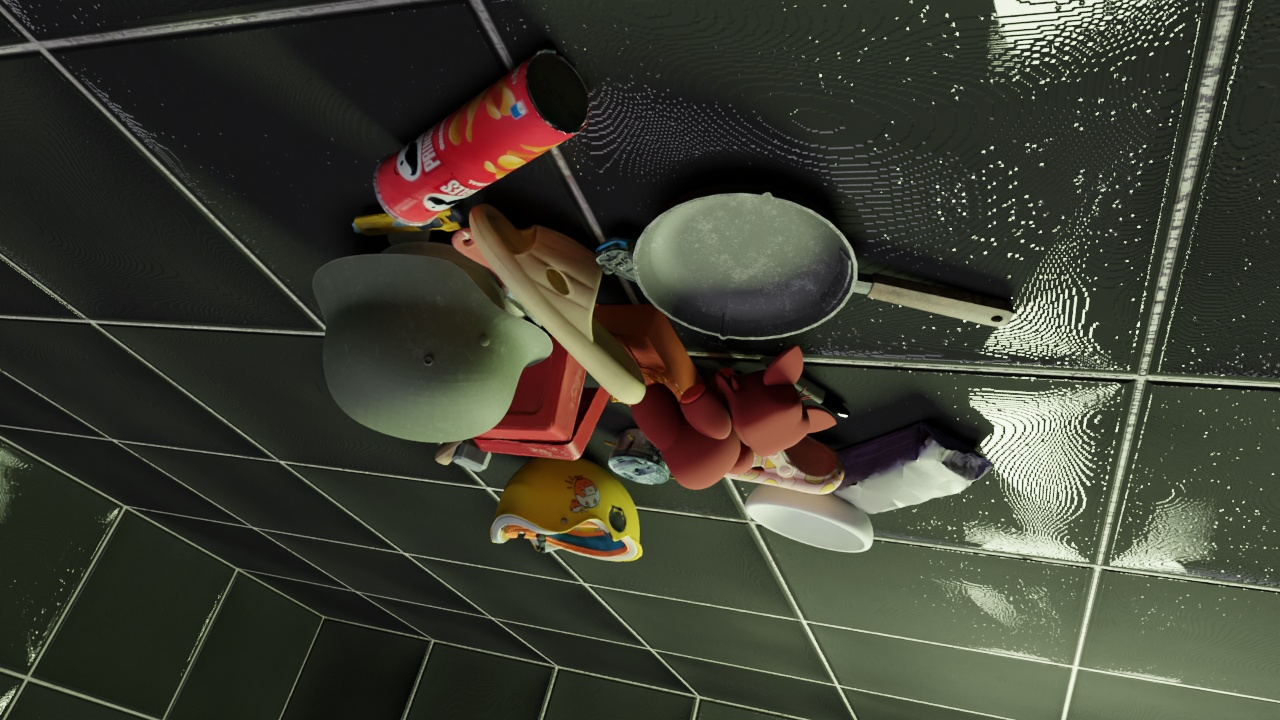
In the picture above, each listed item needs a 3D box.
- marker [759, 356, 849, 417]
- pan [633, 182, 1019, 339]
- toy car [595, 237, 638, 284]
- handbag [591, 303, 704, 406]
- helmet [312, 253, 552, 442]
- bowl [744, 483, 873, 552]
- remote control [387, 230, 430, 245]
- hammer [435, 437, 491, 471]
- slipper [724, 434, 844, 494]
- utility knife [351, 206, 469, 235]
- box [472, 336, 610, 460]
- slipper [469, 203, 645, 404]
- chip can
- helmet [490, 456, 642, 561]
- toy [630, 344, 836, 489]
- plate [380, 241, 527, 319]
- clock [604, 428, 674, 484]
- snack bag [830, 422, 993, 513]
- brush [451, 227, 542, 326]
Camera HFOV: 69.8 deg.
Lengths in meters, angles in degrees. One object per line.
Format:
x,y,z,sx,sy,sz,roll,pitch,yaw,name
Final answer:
0.188,0.031,1.052,0.138,0.016,0.022,31,152,-21,marker
0.171,-0.078,0.845,0.357,0.040,0.208,9,146,-1,pan
0.003,-0.096,0.911,0.105,0.032,0.048,23,152,-38,toy car
-0.006,0.006,1.072,0.109,0.060,0.172,6,150,28,handbag
-0.233,0.009,1.005,0.267,0.153,0.227,8,156,-12,helmet
0.236,0.200,1.260,0.176,0.066,0.177,18,160,7,bowl
-0.242,-0.150,0.968,0.043,0.013,0.137,21,151,-8,remote control
-0.265,0.120,1.382,0.051,0.117,0.324,25,159,-15,hammer
0.161,0.100,1.130,0.197,0.093,0.082,15,131,1,slipper
-0.242,-0.143,0.952,0.156,0.017,0.030,2,139,31,utility knife
-0.141,0.043,1.132,0.158,0.136,0.123,1,142,26,box
-0.064,-0.064,0.922,0.079,0.111,0.261,-35,112,13,slipper
-0.141,-0.185,0.791,0.234,0.073,0.073,-16,138,44,chip can
-0.104,0.223,1.426,0.239,0.139,0.210,21,154,-34,helmet
0.105,0.064,1.026,0.197,0.120,0.158,-25,133,10,toy
-0.217,-0.072,1.053,0.182,0.034,0.182,10,155,4,plate
0.013,0.143,1.305,0.129,0.052,0.090,33,147,-26,clock
0.318,0.137,1.123,0.096,0.058,0.206,28,151,-18,snack bag
-0.140,-0.085,0.972,0.041,0.030,0.172,-29,146,13,brush
